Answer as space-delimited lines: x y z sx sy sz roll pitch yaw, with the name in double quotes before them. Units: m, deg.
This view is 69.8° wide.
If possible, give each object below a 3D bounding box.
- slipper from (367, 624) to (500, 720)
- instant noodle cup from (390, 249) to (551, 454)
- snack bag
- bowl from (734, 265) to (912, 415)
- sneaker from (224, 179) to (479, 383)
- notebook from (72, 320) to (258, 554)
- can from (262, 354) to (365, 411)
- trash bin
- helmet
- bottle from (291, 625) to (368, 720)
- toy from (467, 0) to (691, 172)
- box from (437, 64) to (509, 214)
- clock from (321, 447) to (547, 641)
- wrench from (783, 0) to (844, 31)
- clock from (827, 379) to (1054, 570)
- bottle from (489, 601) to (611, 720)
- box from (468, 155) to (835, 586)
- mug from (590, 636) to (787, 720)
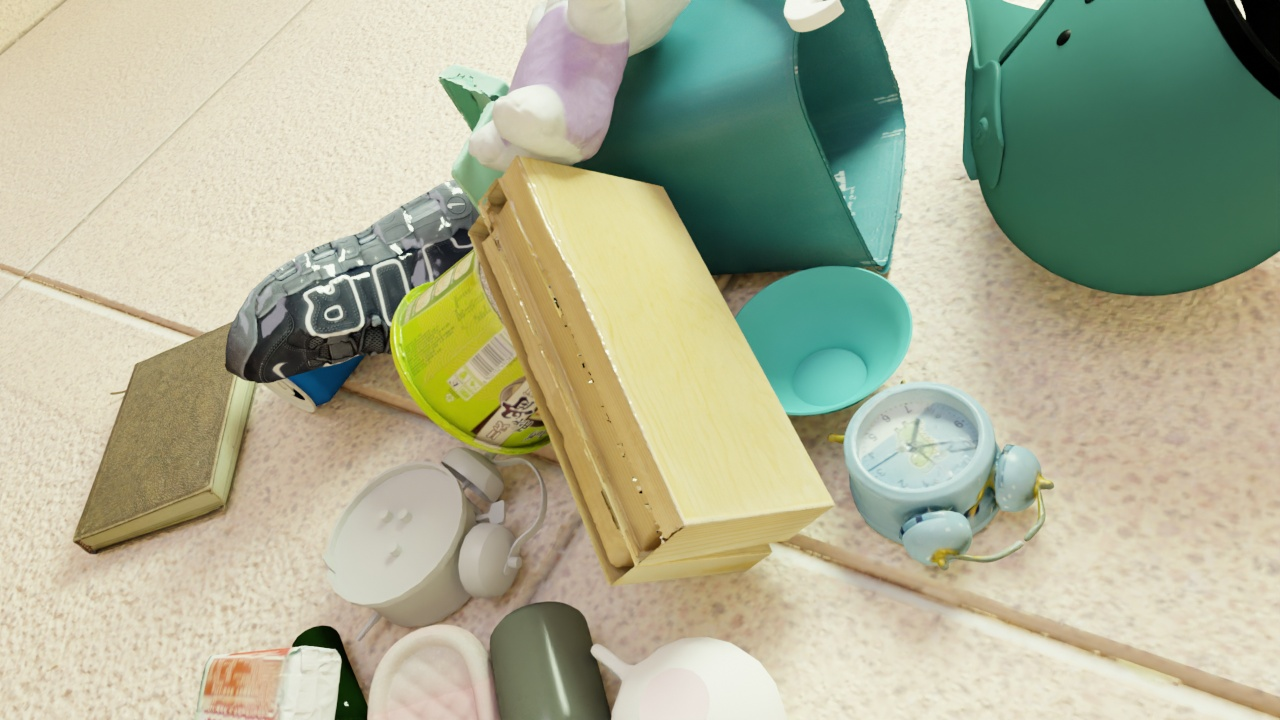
"slipper" -0.114 0.249 0.494 0.107 0.056 0.221 -22 52 9
"instant noodle cup" -0.088 -0.018 0.637 0.098 0.146 0.146 -41 37 32
"snack bag" -0.236 0.221 0.573 0.116 0.036 0.077 -18 61 36
"bowl" 0.119 -0.002 0.601 0.121 0.046 0.121 -15 47 16
"sneaker" -0.185 -0.027 0.726 0.151 0.097 0.251 45 58 12
"notebook" -0.442 0.068 0.843 0.190 0.034 0.215 -20 46 13
"can" -0.271 -0.033 0.808 0.079 0.079 0.145 13 60 35
"trash bin" 0.060 -0.168 0.684 0.219 0.199 0.196 -7 49 31
"helmet" 0.288 -0.166 0.548 0.176 0.201 0.274 11 62 -19
"bottle" -0.190 0.222 0.581 0.033 0.033 0.123 -39 46 -7
"toy" -0.027 -0.212 0.584 0.209 0.085 0.138 -62 16 -10
"box" -0.100 -0.127 0.716 0.078 0.187 0.112 6 64 27
"clock" -0.138 0.116 0.624 0.159 0.061 0.119 -28 45 5
"wrench" 0.072 -0.264 0.611 0.047 0.009 0.273 -38 35 7
"clock" 0.167 0.064 0.515 0.088 0.052 0.124 -35 45 -6
"bottle" -0.048 0.193 0.512 0.060 0.060 0.108 -26 45 5
"box" -0.004 0.004 0.548 0.092 0.128 0.249 -49 55 38
"mug" 0.018 0.182 0.475 0.124 0.076 0.090 24 66 40
